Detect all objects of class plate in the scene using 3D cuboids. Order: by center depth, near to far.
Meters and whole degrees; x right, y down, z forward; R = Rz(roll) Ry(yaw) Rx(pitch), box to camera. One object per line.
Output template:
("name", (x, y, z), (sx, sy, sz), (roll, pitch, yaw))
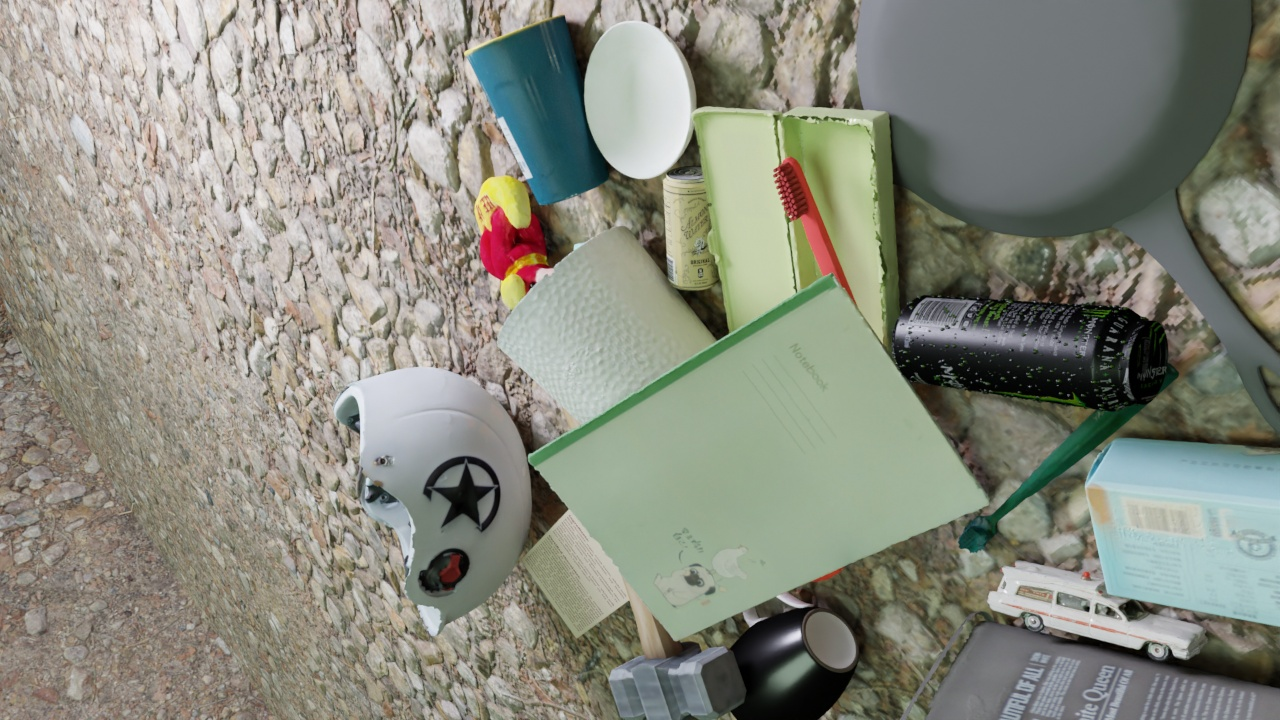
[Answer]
("plate", (0.005, -0.178, 0.630), (0.104, 0.026, 0.104), (22, 121, 41))

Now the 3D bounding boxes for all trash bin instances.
("trash bin", (0.280, 0.270, 0.498), (0.221, 0.196, 0.197), (-5, 108, 42))
("trash bin", (-0.004, 0.004, 0.682), (0.161, 0.133, 0.134), (47, 140, 8))

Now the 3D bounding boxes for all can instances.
("can", (0.203, -0.006, 0.495), (0.138, 0.053, 0.054), (10, 120, 52))
("can", (0.037, -0.093, 0.643), (0.038, 0.038, 0.080), (21, 127, 38))

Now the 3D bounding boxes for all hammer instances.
("hammer", (-0.015, 0.136, 0.749), (0.118, 0.051, 0.322), (-27, 79, 48))

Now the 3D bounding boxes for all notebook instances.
("notebook", (0.069, 0.078, 0.610), (0.253, 0.010, 0.182), (-32, 103, 26))

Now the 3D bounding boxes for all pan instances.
("pan", (0.223, -0.100, 0.451), (0.354, 0.024, 0.217), (55, 141, 5))

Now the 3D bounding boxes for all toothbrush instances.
("toothbrush", (0.239, 0.063, 0.532), (0.016, 0.017, 0.190), (43, 141, 17))
("toothbrush", (0.126, -0.023, 0.559), (0.012, 0.017, 0.212), (-6, 114, 52))

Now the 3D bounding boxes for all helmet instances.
("helmet", (-0.192, 0.130, 0.922), (0.237, 0.163, 0.264), (22, 128, 64))

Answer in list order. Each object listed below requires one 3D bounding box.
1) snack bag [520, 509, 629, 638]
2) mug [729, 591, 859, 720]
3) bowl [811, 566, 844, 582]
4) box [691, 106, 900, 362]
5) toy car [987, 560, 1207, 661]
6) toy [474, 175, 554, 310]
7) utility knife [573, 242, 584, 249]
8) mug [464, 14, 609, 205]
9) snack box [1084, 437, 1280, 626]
("snack bag", (-0.024, 0.169, 0.844), (0.094, 0.069, 0.207), (52, 140, 10))
("mug", (0.117, 0.227, 0.732), (0.100, 0.084, 0.118), (-55, 41, 42))
("bowl", (0.096, 0.124, 0.708), (0.131, 0.045, 0.131), (25, 130, 34))
("box", (0.101, -0.069, 0.585), (0.137, 0.024, 0.187), (13, 129, 40))
("toy car", (0.269, 0.146, 0.546), (0.113, 0.039, 0.039), (3, 94, 45))
("toy", (-0.105, -0.090, 0.780), (0.137, 0.067, 0.106), (60, 151, 16))
("utility knife", (-0.042, -0.023, 0.794), (0.022, 0.015, 0.177), (30, 136, 38))
("mug", (-0.071, -0.182, 0.679), (0.078, 0.078, 0.121), (0, 117, 47))
("snack box", (0.314, 0.086, 0.442), (0.175, 0.053, 0.075), (1, 120, 47))
